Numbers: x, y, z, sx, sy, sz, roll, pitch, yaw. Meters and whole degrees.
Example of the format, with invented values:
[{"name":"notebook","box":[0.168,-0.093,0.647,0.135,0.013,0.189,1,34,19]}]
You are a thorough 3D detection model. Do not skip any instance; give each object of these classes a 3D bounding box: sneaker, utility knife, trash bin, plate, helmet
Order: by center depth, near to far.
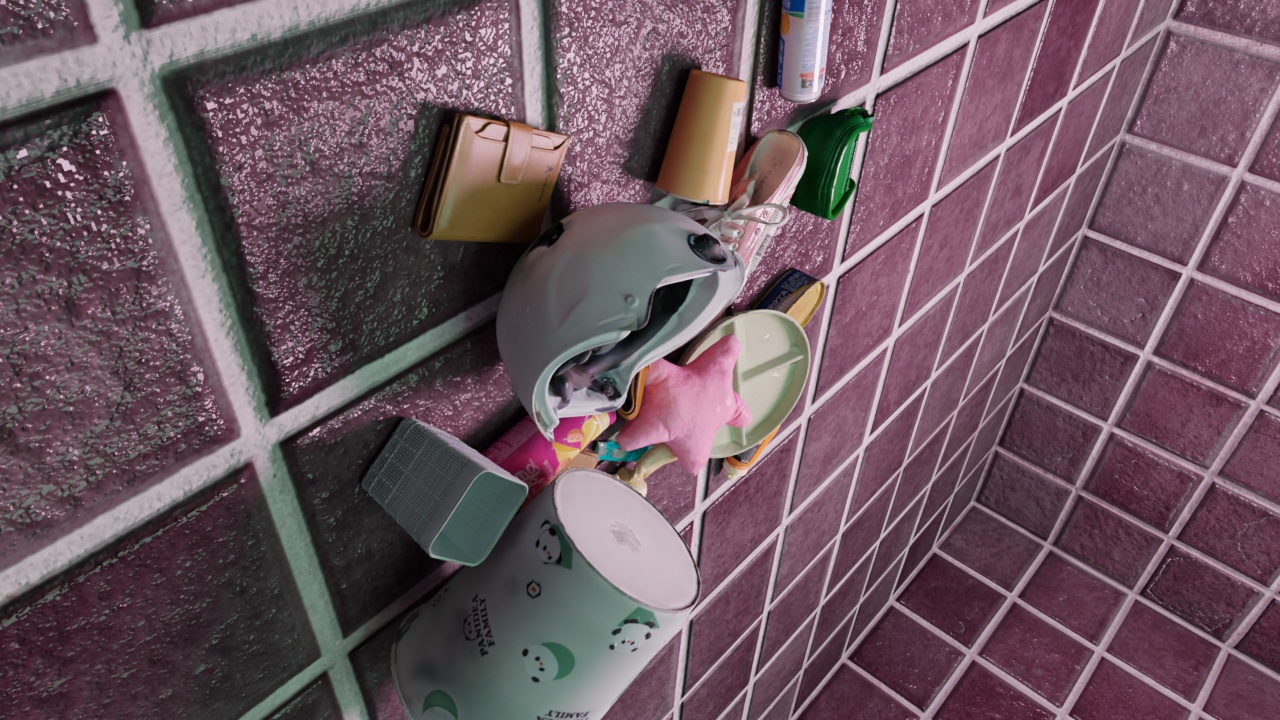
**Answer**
[{"name":"helmet","box":[-0.032,-0.059,0.854,0.257,0.146,0.230,-32,166,-42]},{"name":"trash bin","box":[-0.086,0.259,0.931,0.252,0.229,0.229,-49,154,19]},{"name":"sneaker","box":[0.099,-0.151,1.013,0.241,0.118,0.087,-58,164,11]},{"name":"utility knife","box":[-0.017,0.119,1.189,0.029,0.013,0.157,-57,151,12]},{"name":"plate","box":[0.132,0.031,1.248,0.229,0.027,0.231,-15,125,-23]}]

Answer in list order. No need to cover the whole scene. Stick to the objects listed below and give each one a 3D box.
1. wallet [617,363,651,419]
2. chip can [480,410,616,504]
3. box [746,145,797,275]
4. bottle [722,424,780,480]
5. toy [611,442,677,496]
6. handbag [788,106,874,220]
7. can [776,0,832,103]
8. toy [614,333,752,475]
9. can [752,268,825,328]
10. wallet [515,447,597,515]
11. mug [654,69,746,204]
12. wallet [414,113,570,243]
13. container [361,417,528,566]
[{"name":"wallet","box":[-0.006,0.006,1.024,0.131,0.035,0.119,80,24,-85]},{"name":"chip can","box":[-0.120,0.103,0.960,0.210,0.071,0.071,-41,146,-28]},{"name":"box","box":[0.133,-0.175,1.075,0.075,0.082,0.163,17,105,-44]},{"name":"bottle","box":[0.166,0.129,1.431,0.066,0.067,0.150,-19,140,-48]},{"name":"toy","box":[-0.006,0.166,1.196,0.157,0.066,0.105,-50,167,-1]},{"name":"handbag","box":[0.251,-0.256,1.190,0.119,0.068,0.131,-37,144,-35]},{"name":"can","box":[0.180,-0.354,1.007,0.053,0.053,0.135,-40,145,-30]},{"name":"toy","box":[0.053,0.066,1.143,0.194,0.075,0.179,-15,108,-25]},{"name":"can","box":[0.202,-0.067,1.309,0.148,0.049,0.075,-47,148,-20]},{"name":"wallet","box":[-0.099,0.154,1.083,0.090,0.033,0.115,25,93,-60]},{"name":"mug","box":[0.066,-0.228,0.935,0.078,0.078,0.123,-15,125,-50]},{"name":"wallet","box":[-0.121,-0.149,0.770,0.131,0.031,0.108,-7,124,-56]},{"name":"container","box":[-0.182,0.116,0.839,0.090,0.111,0.090,-56,151,-3]}]
